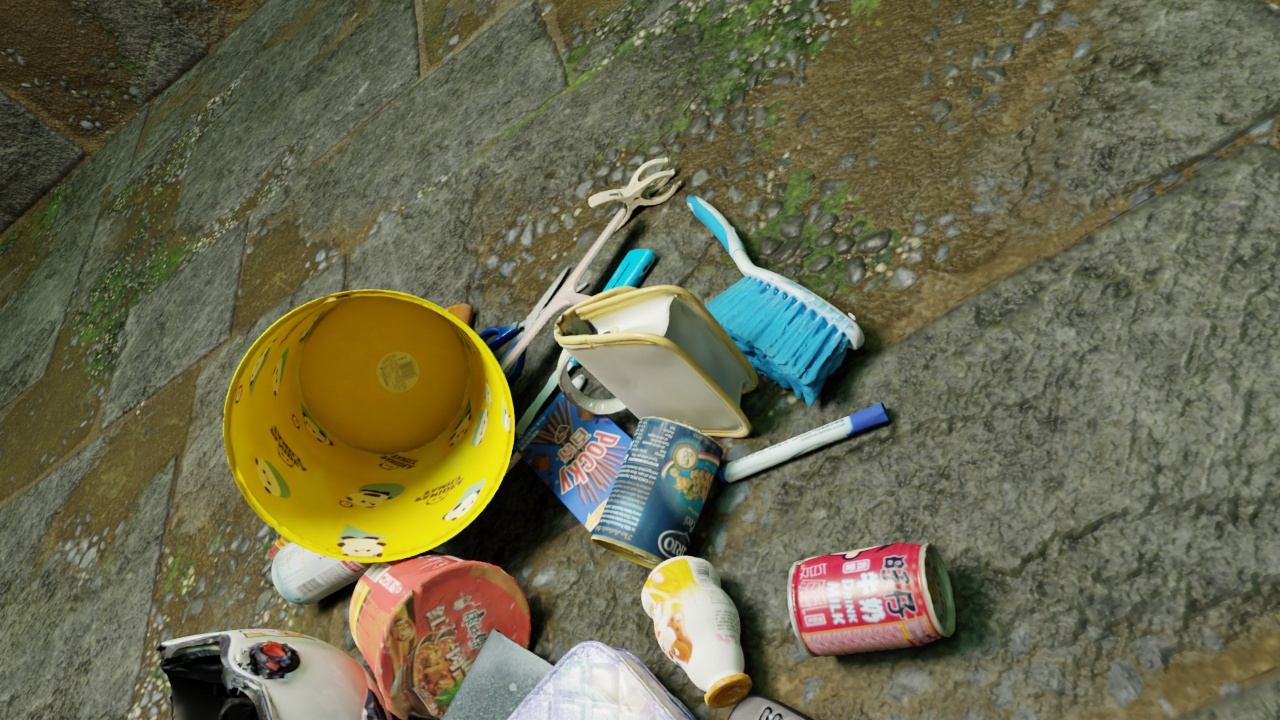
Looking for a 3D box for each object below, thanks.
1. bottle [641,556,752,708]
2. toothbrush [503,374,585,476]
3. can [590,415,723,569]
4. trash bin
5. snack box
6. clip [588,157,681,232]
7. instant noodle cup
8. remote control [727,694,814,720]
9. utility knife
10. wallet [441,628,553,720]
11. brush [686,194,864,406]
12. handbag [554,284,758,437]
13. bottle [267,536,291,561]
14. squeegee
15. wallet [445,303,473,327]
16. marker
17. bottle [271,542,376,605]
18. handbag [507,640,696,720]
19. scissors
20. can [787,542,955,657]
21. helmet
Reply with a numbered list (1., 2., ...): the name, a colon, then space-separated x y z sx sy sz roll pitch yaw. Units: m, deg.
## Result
1. bottle: 0.044 0.197 0.670 0.063 0.063 0.108 -38 44 9
2. toothbrush: -0.116 0.083 0.920 0.180 0.016 0.016 -50 45 -3
3. can: 0.015 0.108 0.747 0.075 0.075 0.111 7 67 41
4. trash bin: -0.246 0.037 0.869 0.229 0.229 0.255 -48 16 -2
5. snack box: -0.051 0.091 0.853 0.084 0.026 0.157 -48 42 -4
6. clip: -0.004 -0.183 1.014 0.100 0.071 0.034 -31 45 8
7. instant noodle cup: -0.178 0.223 0.785 0.109 0.138 0.137 11 67 53
8. remote control: 0.113 0.264 0.593 0.136 0.024 0.053 19 71 44
9. utility knife: -0.060 -0.019 0.951 0.034 0.018 0.238 24 77 46
10. wallet: -0.093 0.283 0.721 0.121 0.019 0.097 24 76 22
11. brush: 0.094 -0.071 0.846 0.109 0.060 0.314 -44 40 -5
12. handbag: -0.005 0.005 0.780 0.179 0.163 0.063 -5 55 35
13. bottle: -0.345 0.152 1.021 0.057 0.057 0.174 23 75 46
14. squeegee: -0.011 -0.036 0.887 0.250 0.040 0.247 25 72 37
15. wallet: -0.258 0.000 1.082 0.119 0.035 0.130 -18 48 28
16. marker: 0.128 0.068 0.735 0.146 0.017 0.016 -25 47 22
17. bottle: -0.290 0.186 0.943 0.190 0.068 0.068 -30 45 14
18. handbag: -0.044 0.304 0.645 0.194 0.075 0.134 -48 59 0
19. scissors: -0.135 -0.035 1.028 0.165 0.012 0.162 -6 55 35
20. can: 0.153 0.158 0.609 0.094 0.066 0.066 -17 50 29
21. helmet: -0.284 0.328 0.756 0.275 0.156 0.230 3 95 43
